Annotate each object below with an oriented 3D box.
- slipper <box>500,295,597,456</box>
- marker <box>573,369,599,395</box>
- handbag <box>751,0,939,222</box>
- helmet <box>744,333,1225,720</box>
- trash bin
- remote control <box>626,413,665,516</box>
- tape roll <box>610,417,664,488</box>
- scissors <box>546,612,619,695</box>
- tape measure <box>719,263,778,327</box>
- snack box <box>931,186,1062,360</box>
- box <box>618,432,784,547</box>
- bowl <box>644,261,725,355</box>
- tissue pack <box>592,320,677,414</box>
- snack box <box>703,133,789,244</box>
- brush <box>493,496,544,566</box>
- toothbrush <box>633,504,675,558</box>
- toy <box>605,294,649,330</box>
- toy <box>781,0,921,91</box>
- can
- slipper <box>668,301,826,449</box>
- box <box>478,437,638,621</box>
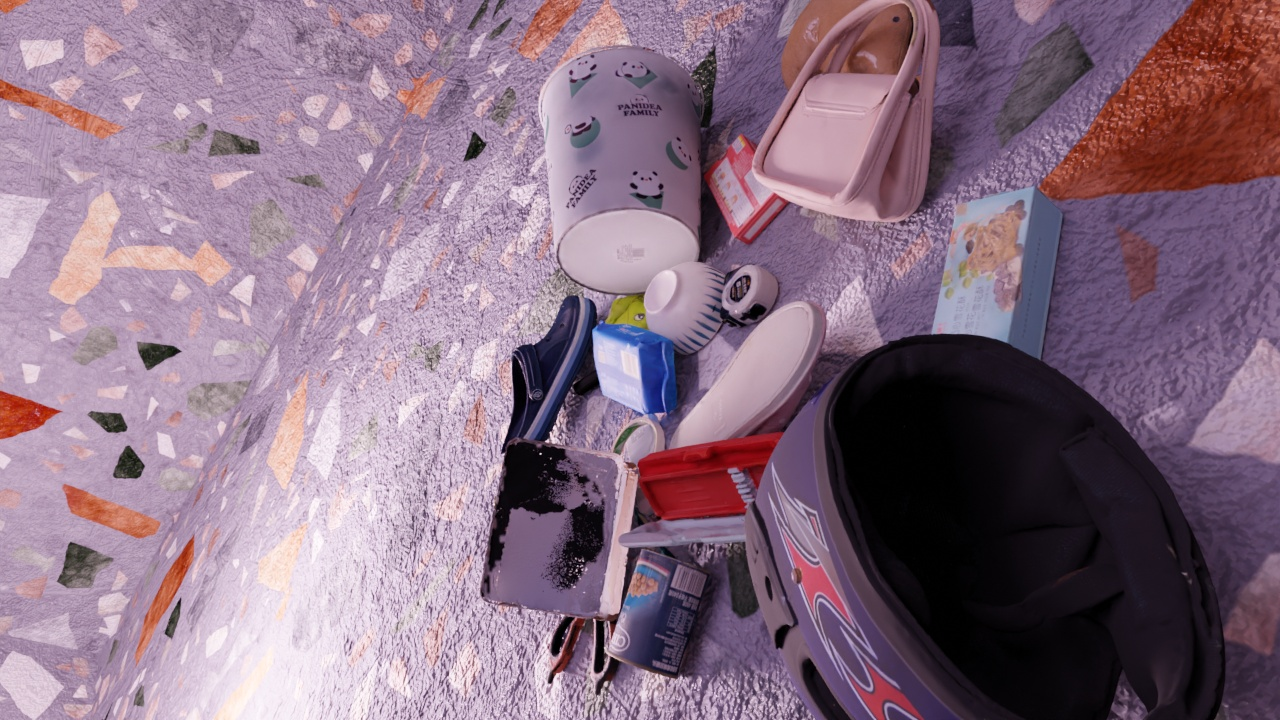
[{"bbox_3d":[-0.143,0.020,1.277,0.105,0.095,0.252,-9,58,67],"label":"slipper"},{"bbox_3d":[-0.043,0.012,1.229,0.132,0.020,0.022,-33,4,38],"label":"marker"},{"bbox_3d":[0.225,-0.266,0.941,0.193,0.093,0.234,35,109,58],"label":"handbag"},{"bbox_3d":[0.196,0.152,0.582,0.314,0.247,0.241,-95,5,-48],"label":"helmet"},{"bbox_3d":[-0.022,-0.239,1.206,0.230,0.229,0.251,-31,49,40],"label":"trash bin"},{"bbox_3d":[0.008,0.121,1.076,0.049,0.024,0.124,-43,37,28],"label":"remote control"},{"bbox_3d":[-0.005,0.107,1.066,0.086,0.014,0.085,-33,43,38],"label":"tape roll"},{"bbox_3d":[-0.058,0.279,1.062,0.226,0.015,0.189,-61,32,4],"label":"scissors"},{"bbox_3d":[0.124,-0.075,1.045,0.066,0.033,0.065,-19,54,50],"label":"tape measure"},{"bbox_3d":[0.296,-0.055,0.769,0.074,0.051,0.174,-6,62,52],"label":"snack box"},{"bbox_3d":[0.064,0.139,0.897,0.202,0.095,0.101,-15,14,43],"label":"box"},{"bbox_3d":[0.047,-0.072,1.119,0.117,0.066,0.116,-34,43,38],"label":"bowl"},{"bbox_3d":[-0.007,0.007,1.126,0.157,0.052,0.095,21,121,56],"label":"tissue pack"},{"bbox_3d":[0.130,-0.216,1.145,0.075,0.025,0.152,-48,35,24],"label":"snack box"},{"bbox_3d":[-0.156,0.208,1.211,0.073,0.063,0.145,-48,33,29],"label":"brush"},{"bbox_3d":[-0.001,0.186,1.051,0.191,0.016,0.018,44,115,56],"label":"toothbrush"},{"bbox_3d":[-0.010,-0.057,1.221,0.097,0.031,0.100,-28,37,28],"label":"toy"},{"bbox_3d":[0.248,-0.358,1.038,0.226,0.082,0.143,41,116,54],"label":"toy"},{"bbox_3d":[0.020,0.251,0.918,0.075,0.075,0.111,1,68,55],"label":"can"},{"bbox_3d":[0.113,0.046,0.951,0.275,0.054,0.114,-52,28,37],"label":"slipper"},{"bbox_3d":[-0.086,0.191,1.032,0.185,0.154,0.182,114,166,-75],"label":"box"}]
